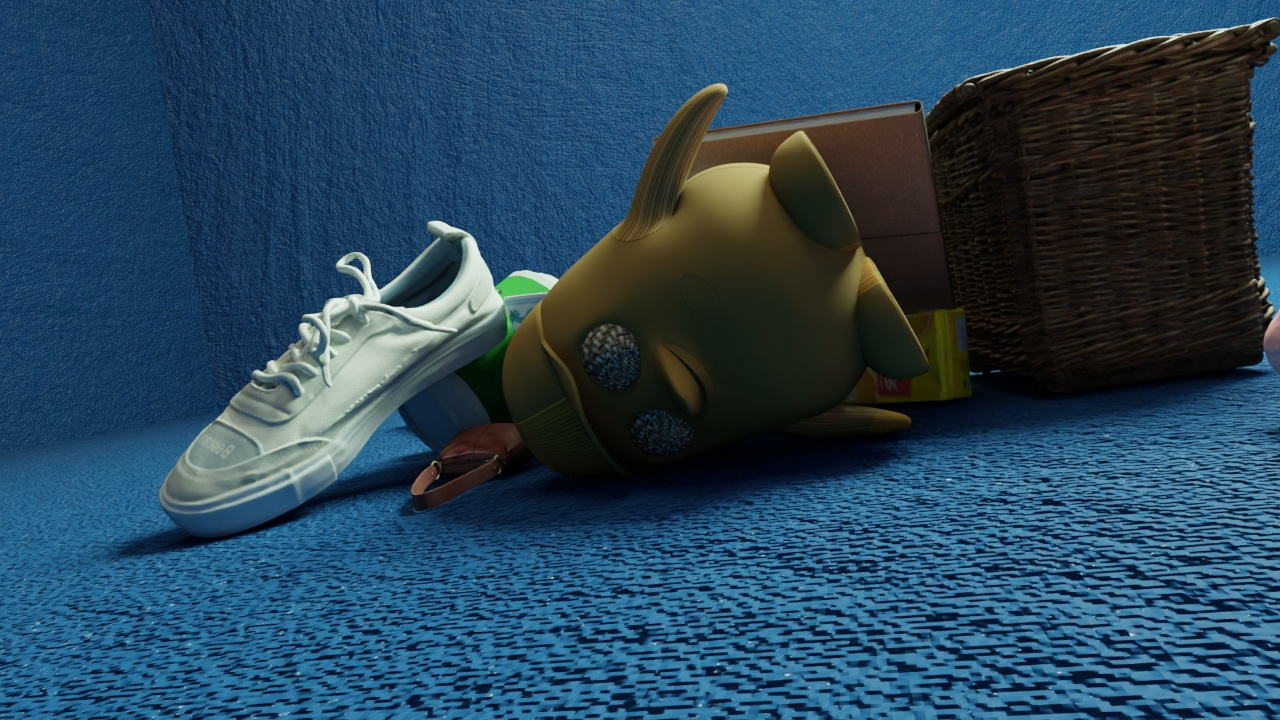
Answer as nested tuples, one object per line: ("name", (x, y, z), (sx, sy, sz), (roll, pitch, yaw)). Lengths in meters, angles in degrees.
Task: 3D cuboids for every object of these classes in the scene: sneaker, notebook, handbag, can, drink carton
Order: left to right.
("sneaker", (-0.181, -0.002, 0.541), (0.090, 0.091, 0.241), (18, 46, 36))
("handbag", (-0.102, 0.062, 0.524), (0.055, 0.029, 0.119), (-6, 8, 12))
("can", (-0.106, 0.001, 0.670), (0.088, 0.088, 0.139), (-6, 31, 48))
("notebook", (0.108, -0.076, 0.555), (0.142, 0.008, 0.209), (-2, -26, 23))
("drink carton", (0.149, 0.000, 0.611), (0.042, 0.058, 0.135), (-5, 0, -42))

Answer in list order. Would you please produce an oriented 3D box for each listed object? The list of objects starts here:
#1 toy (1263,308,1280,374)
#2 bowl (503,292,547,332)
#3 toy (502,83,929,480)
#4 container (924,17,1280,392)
("toy", (0.309, -0.022, 0.291), (0.192, 0.097, 0.236), (-2, 21, 47))
("bowl", (-0.014, -0.011, 0.602), (0.144, 0.074, 0.144), (-5, 4, 0))
("toy", (0.020, -0.011, 0.465), (0.204, 0.198, 0.162), (-28, 13, 14))
("container", (0.276, -0.082, 0.593), (0.162, 0.183, 0.249), (-9, 2, 8))
